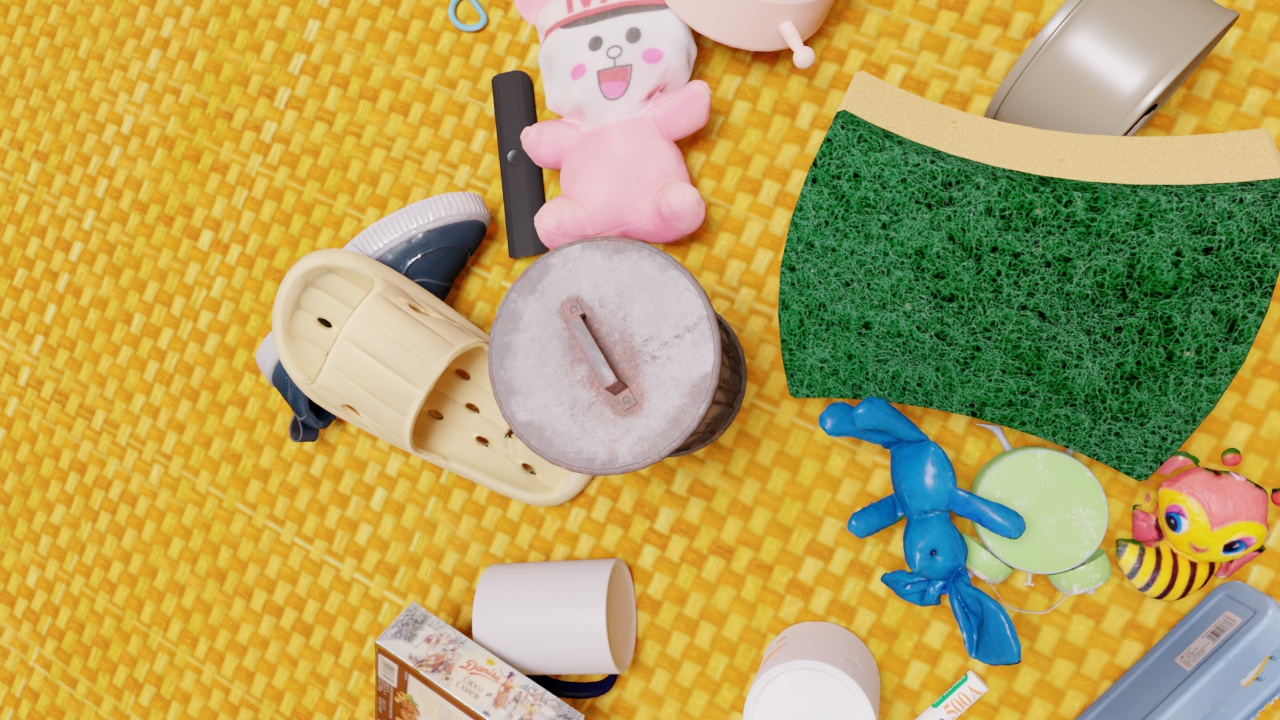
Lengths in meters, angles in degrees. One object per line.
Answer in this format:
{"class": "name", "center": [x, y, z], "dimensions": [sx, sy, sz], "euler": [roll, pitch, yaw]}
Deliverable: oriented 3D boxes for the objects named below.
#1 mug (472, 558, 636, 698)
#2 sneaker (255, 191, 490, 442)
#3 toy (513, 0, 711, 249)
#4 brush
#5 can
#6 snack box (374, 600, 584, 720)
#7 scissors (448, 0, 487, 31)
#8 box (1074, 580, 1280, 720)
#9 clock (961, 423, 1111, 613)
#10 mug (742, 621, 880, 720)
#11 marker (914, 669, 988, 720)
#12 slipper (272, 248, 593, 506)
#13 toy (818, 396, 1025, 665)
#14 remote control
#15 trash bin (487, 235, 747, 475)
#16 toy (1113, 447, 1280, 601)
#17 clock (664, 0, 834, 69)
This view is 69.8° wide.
{"class": "mug", "center": [-0.056, 0.199, 0.663], "dimensions": [0.097, 0.078, 0.112], "euler": [-6, 114, 14]}
{"class": "sneaker", "center": [-0.196, -0.031, 0.702], "dimensions": [0.236, 0.089, 0.087], "euler": [-40, 75, 15]}
{"class": "toy", "center": [-0.018, -0.187, 0.664], "dimensions": [0.142, 0.084, 0.213], "euler": [-7, 87, 12]}
{"class": "brush", "center": [0.213, -0.048, 0.543], "dimensions": [0.250, 0.075, 0.195], "euler": [14, 131, 15]}
{"class": "can", "center": [0.282, -0.175, 0.560], "dimensions": [0.073, 0.127, 0.128], "euler": [44, 98, 15]}
{"class": "snack box", "center": [-0.120, 0.257, 0.647], "dimensions": [0.147, 0.041, 0.143], "euler": [30, 134, 14]}
{"class": "scissors", "center": [-0.150, -0.318, 0.745], "dimensions": [0.139, 0.015, 0.119], "euler": [9, 88, 21]}
{"class": "box", "center": [0.324, 0.235, 0.564], "dimensions": [0.079, 0.072, 0.210], "euler": [43, 97, -1]}
{"class": "clock", "center": [0.255, 0.103, 0.596], "dimensions": [0.094, 0.042, 0.119], "euler": [4, 88, 16]}
{"class": "mug", "center": [0.113, 0.221, 0.595], "dimensions": [0.082, 0.105, 0.082], "euler": [-1, 86, 15]}
{"class": "marker", "center": [0.176, 0.264, 0.622], "dimensions": [0.145, 0.017, 0.017], "euler": [-46, 77, 8]}
{"class": "slipper", "center": [-0.143, 0.026, 0.641], "dimensions": [0.261, 0.079, 0.111], "euler": [33, 98, -13]}
{"class": "toy", "center": [0.173, 0.100, 0.579], "dimensions": [0.070, 0.113, 0.176], "euler": [-24, 89, -29]}
{"class": "remote control", "center": [-0.095, -0.152, 0.717], "dimensions": [0.033, 0.015, 0.146], "euler": [-8, 85, 14]}
{"class": "trash bin", "center": [-0.003, 0.003, 0.580], "dimensions": [0.131, 0.211, 0.130], "euler": [-1, 85, 12]}
{"class": "toy", "center": [0.346, 0.104, 0.571], "dimensions": [0.084, 0.046, 0.103], "euler": [35, 107, -8]}
{"class": "clock", "center": [0.076, -0.283, 0.619], "dimensions": [0.160, 0.086, 0.130], "euler": [30, 61, 10]}
